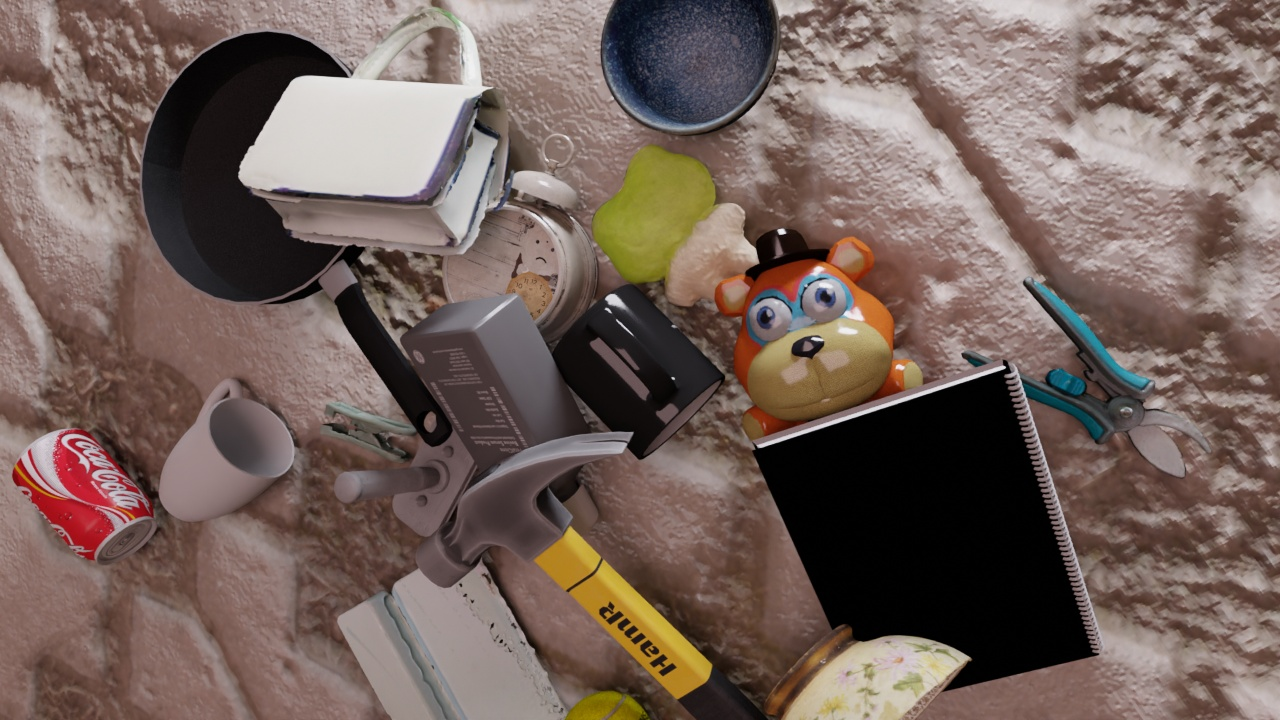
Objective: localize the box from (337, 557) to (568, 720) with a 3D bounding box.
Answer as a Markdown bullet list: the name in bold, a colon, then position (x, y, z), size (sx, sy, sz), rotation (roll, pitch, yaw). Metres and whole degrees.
- **box**: position (-0.128, 0.245, 0.664), size (0.126, 0.074, 0.197), rotation (-30, 86, -5)

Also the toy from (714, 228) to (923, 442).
- **toy**: position (0.110, 0.003, 0.570), size (0.112, 0.096, 0.176), rotation (-20, 75, 14)

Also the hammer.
- **hammer**: position (0.017, 0.182, 0.584), size (0.324, 0.034, 0.170), rotation (46, 116, -6)

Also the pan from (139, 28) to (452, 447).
- **pan**: position (-0.235, -0.083, 0.673), size (0.204, 0.044, 0.355), rotation (-40, 78, 11)

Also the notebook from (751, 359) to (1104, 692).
- **notebook**: position (0.174, 0.112, 0.544), size (0.149, 0.016, 0.207), rotation (-20, 111, 15)

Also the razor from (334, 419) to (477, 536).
- **razor**: position (-0.165, 0.083, 0.630), size (0.047, 0.116, 0.088), rotation (32, 99, 20)

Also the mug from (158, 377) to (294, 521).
- **mug**: position (-0.327, 0.068, 0.708), size (0.090, 0.071, 0.107), rotation (-37, 54, 22)

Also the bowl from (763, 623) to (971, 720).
- **bowl**: position (0.118, 0.202, 0.533), size (0.063, 0.145, 0.145), rotation (43, 102, 28)

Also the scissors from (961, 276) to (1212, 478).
- **scissors**: position (0.267, 0.010, 0.558), size (0.156, 0.019, 0.124), rotation (-1, 92, 14)

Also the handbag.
- **handbag**: position (-0.155, -0.155, 0.604), size (0.151, 0.074, 0.175), rotation (7, 66, 18)

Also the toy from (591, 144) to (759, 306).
- **toy**: position (0.028, -0.083, 0.610), size (0.118, 0.043, 0.092), rotation (36, 96, 9)

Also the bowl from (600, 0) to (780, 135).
- **bowl**: position (0.037, -0.199, 0.596), size (0.114, 0.060, 0.114), rotation (1, 93, 17)

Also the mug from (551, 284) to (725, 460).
- **mug**: position (-0.003, 0.003, 0.584), size (0.078, 0.113, 0.088), rotation (-43, 80, -6)

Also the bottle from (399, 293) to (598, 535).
- **bottle**: position (-0.080, 0.043, 0.609), size (0.084, 0.046, 0.174), rotation (-4, 121, 44)

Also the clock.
- **clock**: position (-0.081, -0.080, 0.631), size (0.103, 0.061, 0.157), rotation (22, 99, 14)

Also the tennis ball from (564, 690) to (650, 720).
- **tennis ball**: position (-0.023, 0.258, 0.620), size (0.065, 0.065, 0.065), rotation (0, 91, 16)

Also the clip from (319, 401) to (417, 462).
- **clip**: position (-0.204, 0.053, 0.689), size (0.076, 0.023, 0.042), rotation (17, 97, 17)

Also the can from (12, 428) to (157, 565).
- **can**: position (-0.444, 0.109, 0.736), size (0.105, 0.064, 0.064), rotation (42, 101, 11)
